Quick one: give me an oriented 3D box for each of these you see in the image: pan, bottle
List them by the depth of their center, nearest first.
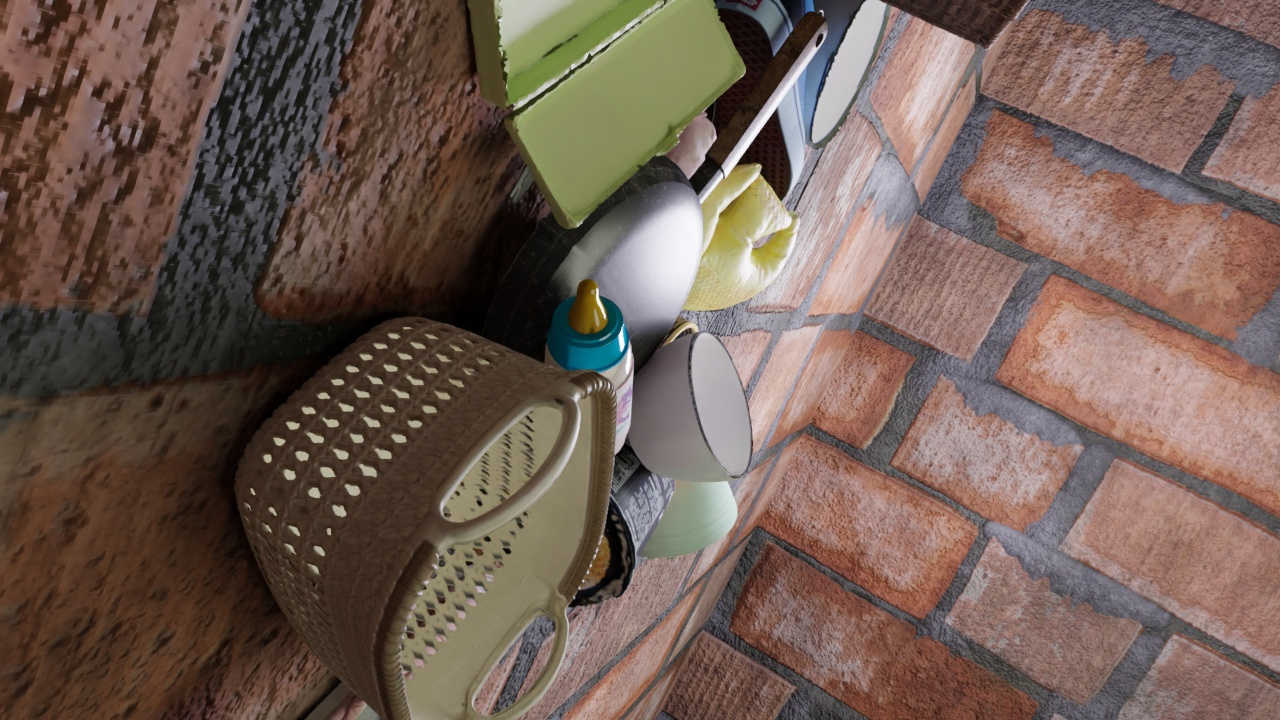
[{"bbox_3d":[-0.030,0.005,0.527,0.051,0.051,0.146,-51,159,-32],"label":"bottle"},{"bbox_3d":[0.026,-0.097,0.611,0.356,0.040,0.208,-51,158,-6],"label":"pan"}]

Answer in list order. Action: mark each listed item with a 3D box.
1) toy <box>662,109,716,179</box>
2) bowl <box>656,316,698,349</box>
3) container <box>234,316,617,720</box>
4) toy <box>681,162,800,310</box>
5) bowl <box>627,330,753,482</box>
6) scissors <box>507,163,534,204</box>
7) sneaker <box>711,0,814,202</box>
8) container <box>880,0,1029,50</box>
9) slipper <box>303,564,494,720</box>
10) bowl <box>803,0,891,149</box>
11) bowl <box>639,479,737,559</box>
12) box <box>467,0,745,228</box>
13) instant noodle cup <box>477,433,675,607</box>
[{"bbox_3d":[0.033,-0.164,0.667,0.063,0.047,0.110,-25,131,-68],"label":"toy"},{"bbox_3d":[-0.005,0.005,0.794,0.112,0.061,0.113,-53,161,-27],"label":"bowl"},{"bbox_3d":[-0.107,0.095,0.499,0.184,0.143,0.247,-49,159,-36],"label":"container"},{"bbox_3d":[0.060,-0.091,0.780,0.155,0.064,0.170,-39,147,13],"label":"toy"},{"bbox_3d":[0.034,0.040,0.696,0.116,0.066,0.116,43,38,-48],"label":"bowl"},{"bbox_3d":[-0.032,-0.165,0.530,0.170,0.014,0.095,-51,159,-37],"label":"scissors"},{"bbox_3d":[0.108,-0.221,0.737,0.098,0.083,0.241,-56,160,-19],"label":"sneaker"},{"bbox_3d":[0.222,-0.335,0.683,0.113,0.198,0.113,-60,174,-11],"label":"container"},{"bbox_3d":[-0.185,0.254,0.676,0.273,0.054,0.114,-43,155,-46],"label":"slipper"},{"bbox_3d":[0.158,-0.272,0.811,0.153,0.073,0.154,-52,162,-26],"label":"bowl"},{"bbox_3d":[0.026,0.139,0.992,0.150,0.151,0.077,-41,129,-50],"label":"bowl"},{"bbox_3d":[-0.011,-0.176,0.496,0.187,0.044,0.141,-49,134,-33],"label":"box"},{"bbox_3d":[-0.040,0.108,0.724,0.112,0.137,0.137,-39,152,-53],"label":"instant noodle cup"}]
